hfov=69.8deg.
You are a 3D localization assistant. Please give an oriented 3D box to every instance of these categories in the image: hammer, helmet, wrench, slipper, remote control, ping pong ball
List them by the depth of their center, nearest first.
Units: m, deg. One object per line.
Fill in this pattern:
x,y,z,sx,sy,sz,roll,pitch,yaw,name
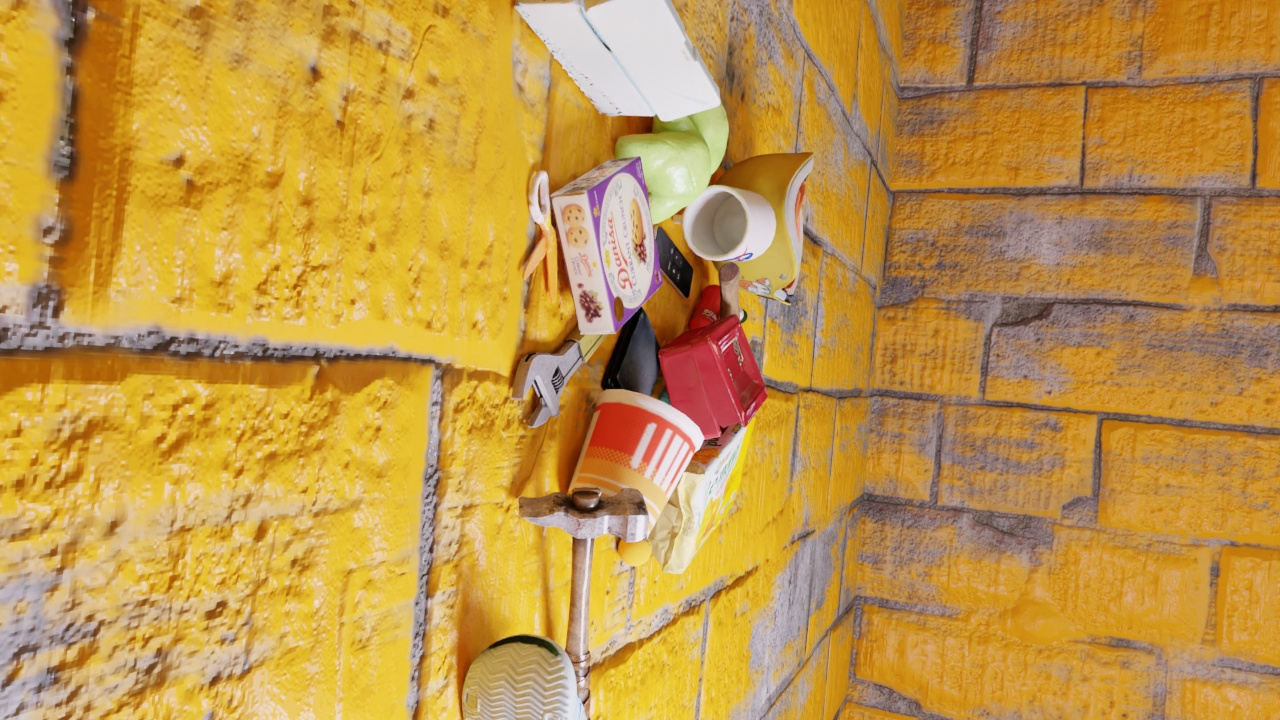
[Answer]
-0.098,0.340,0.827,0.074,0.104,0.246,-48,144,-58,slipper
-0.064,0.266,0.916,0.049,0.121,0.319,-111,-156,-65,hammer
-0.060,-0.023,0.943,0.272,0.018,0.084,-56,144,-50,wrench
-0.007,0.225,1.096,0.040,0.040,0.040,5,90,-68,ping pong ball
0.041,-0.125,1.182,0.146,0.008,0.045,40,58,-63,remote control
0.126,-0.029,1.299,0.306,0.040,0.132,80,25,-58,hammer
0.163,-0.187,1.304,0.240,0.140,0.209,59,39,-74,helmet

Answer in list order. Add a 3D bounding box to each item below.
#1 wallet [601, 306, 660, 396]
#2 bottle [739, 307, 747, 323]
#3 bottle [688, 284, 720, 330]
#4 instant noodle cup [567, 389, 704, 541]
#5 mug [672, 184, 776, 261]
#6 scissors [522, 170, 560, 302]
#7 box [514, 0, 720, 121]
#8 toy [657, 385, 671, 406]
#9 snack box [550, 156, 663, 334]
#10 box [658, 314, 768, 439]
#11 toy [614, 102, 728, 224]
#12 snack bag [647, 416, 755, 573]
-0.006,0.006,1.071,0.089,0.026,0.114,64,37,-49,wallet
0.141,-0.075,1.412,0.106,0.025,0.025,15,81,-68,bottle
0.089,-0.056,1.275,0.036,0.036,0.118,73,31,-42,bottle
-0.013,0.115,0.969,0.120,0.123,0.123,-65,151,-24,instant noodle cup
0.099,-0.174,1.164,0.090,0.121,0.091,-11,110,-61,mug
-0.087,-0.121,0.866,0.125,0.011,0.128,-66,149,-42,scissors
-0.014,-0.279,0.847,0.197,0.135,0.040,37,50,-64,box
0.043,0.068,1.200,0.084,0.033,0.105,-50,143,-42,toy
-0.030,-0.119,0.929,0.147,0.041,0.143,-50,134,-57,snack box
0.089,0.021,1.152,0.157,0.093,0.129,-31,106,-67,box
0.051,-0.250,1.066,0.196,0.107,0.150,-57,143,-35,toy
0.081,0.164,1.233,0.246,0.068,0.160,-36,140,-61,snack bag
